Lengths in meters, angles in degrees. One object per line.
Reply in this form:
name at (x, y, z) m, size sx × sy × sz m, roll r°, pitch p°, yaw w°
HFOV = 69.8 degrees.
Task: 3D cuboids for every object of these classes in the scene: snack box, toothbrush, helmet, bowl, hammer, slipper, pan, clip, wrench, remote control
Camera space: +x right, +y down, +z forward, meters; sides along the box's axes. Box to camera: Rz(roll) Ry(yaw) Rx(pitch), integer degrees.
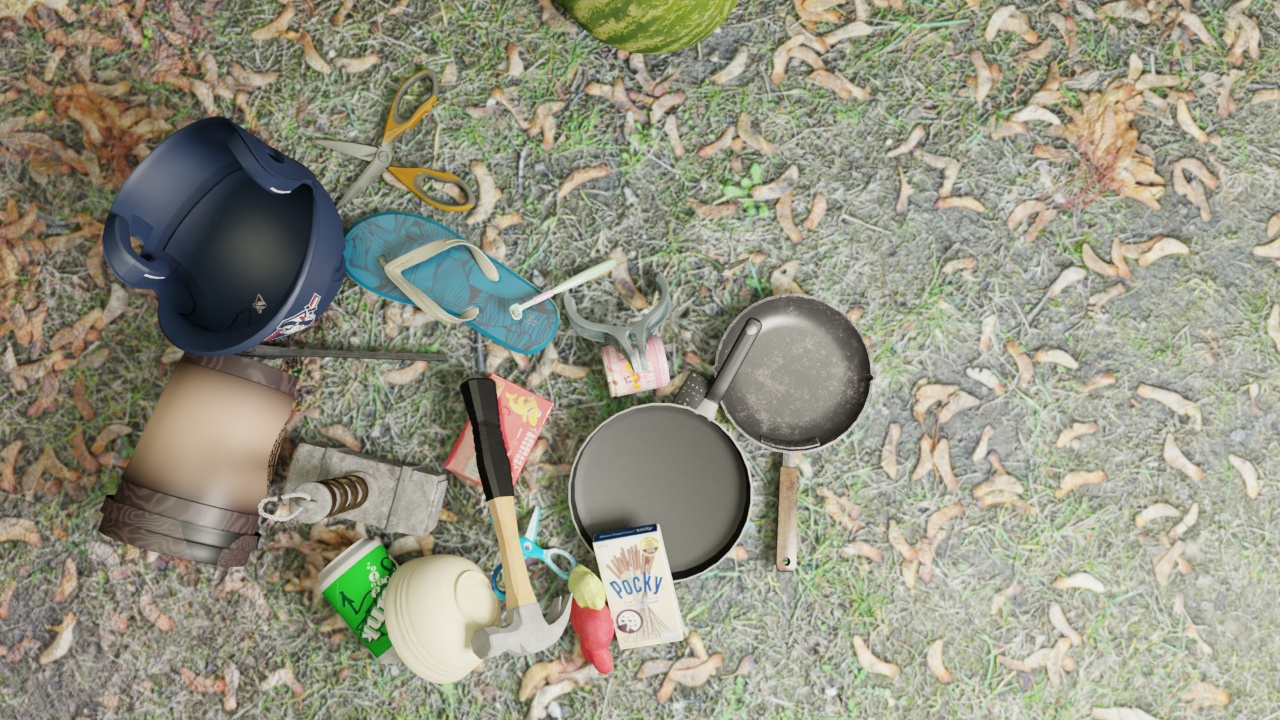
snack box at (-0.177, 0.094, 1.155) m, size 0.089 × 0.021 × 0.133 m, roll 26°, pitch 85°, yaw -1°
toothbrush at (0.117, -0.114, 1.106) m, size 0.010 × 0.181 × 0.010 m, roll 7°, pitch 90°, yaw -6°
helmet at (-0.446, -0.116, 1.048) m, size 0.232 × 0.223 × 0.272 m, roll -31°, pitch 51°, yaw 9°
bowl at (-0.215, 0.289, 1.065) m, size 0.075 × 0.150 × 0.150 m, roll -30°, pitch 87°, yaw 26°
helmet at (0.007, -0.486, 1.100) m, size 0.243 × 0.248 × 0.212 m, roll 35°, pitch 61°, yaw -40°
snack box at (-0.002, 0.277, 1.121) m, size 0.082 × 0.026 × 0.150 m, roll -12°, pitch 104°, yaw 7°
hammer at (-0.321, 0.145, 0.990) m, size 0.177 × 0.326 × 0.079 m, roll 14°, pitch 85°, yaw -2°
toothbrush at (-0.096, -0.093, 1.160) m, size 0.154 × 0.015 × 0.022 m, roll -29°, pitch 125°, yaw -19°
slipper at (-0.238, -0.103, 1.148) m, size 0.295 × 0.060 × 0.118 m, roll 27°, pitch 81°, yaw -1°
pan at (0.189, 0.094, 1.167) m, size 0.207 × 0.040 × 0.356 m, roll 4°, pitch 87°, yaw -3°
hammer at (-0.162, 0.179, 1.082) m, size 0.039 × 0.131 × 0.328 m, roll -27°, pitch 70°, yaw 39°
clip at (-0.029, -0.059, 1.146) m, size 0.166 × 0.032 × 0.164 m, roll 18°, pitch 53°, yaw 25°
pan at (0.056, 0.105, 1.128) m, size 0.225 × 0.034 × 0.356 m, roll 28°, pitch 96°, yaw -2°
wrench at (-0.379, -0.008, 1.135) m, size 0.273 × 0.073 × 0.018 m, roll 2°, pitch 85°, yaw -9°
remote control at (0.043, 0.079, 1.173) m, size 0.030 × 0.009 × 0.140 m, roll 31°, pitch 85°, yaw 0°

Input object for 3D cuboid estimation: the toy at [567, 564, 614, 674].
toy at (-0.059, 0.315, 1.113) m, size 0.045 × 0.092 × 0.135 m, roll -14°, pitch 101°, yaw -22°

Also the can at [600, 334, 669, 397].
can at (-0.007, 0.007, 1.147) m, size 0.076 × 0.067 × 0.067 m, roll -12°, pitch 86°, yaw -3°

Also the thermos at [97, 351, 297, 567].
thermos at (-0.502, 0.108, 1.070) m, size 0.172 × 0.173 × 0.226 m, roll 17°, pitch 79°, yaw -2°

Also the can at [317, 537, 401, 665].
can at (-0.314, 0.288, 1.100) m, size 0.087 × 0.088 × 0.140 m, roll -41°, pitch 89°, yaw -5°

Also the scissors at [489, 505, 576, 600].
scissors at (-0.138, 0.239, 1.116) m, size 0.134 × 0.011 × 0.139 m, roll 44°, pitch 44°, yaw -14°

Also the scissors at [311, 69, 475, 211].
scissors at (-0.307, -0.273, 1.178) m, size 0.225 × 0.016 × 0.229 m, roll 18°, pitch 85°, yaw 0°
